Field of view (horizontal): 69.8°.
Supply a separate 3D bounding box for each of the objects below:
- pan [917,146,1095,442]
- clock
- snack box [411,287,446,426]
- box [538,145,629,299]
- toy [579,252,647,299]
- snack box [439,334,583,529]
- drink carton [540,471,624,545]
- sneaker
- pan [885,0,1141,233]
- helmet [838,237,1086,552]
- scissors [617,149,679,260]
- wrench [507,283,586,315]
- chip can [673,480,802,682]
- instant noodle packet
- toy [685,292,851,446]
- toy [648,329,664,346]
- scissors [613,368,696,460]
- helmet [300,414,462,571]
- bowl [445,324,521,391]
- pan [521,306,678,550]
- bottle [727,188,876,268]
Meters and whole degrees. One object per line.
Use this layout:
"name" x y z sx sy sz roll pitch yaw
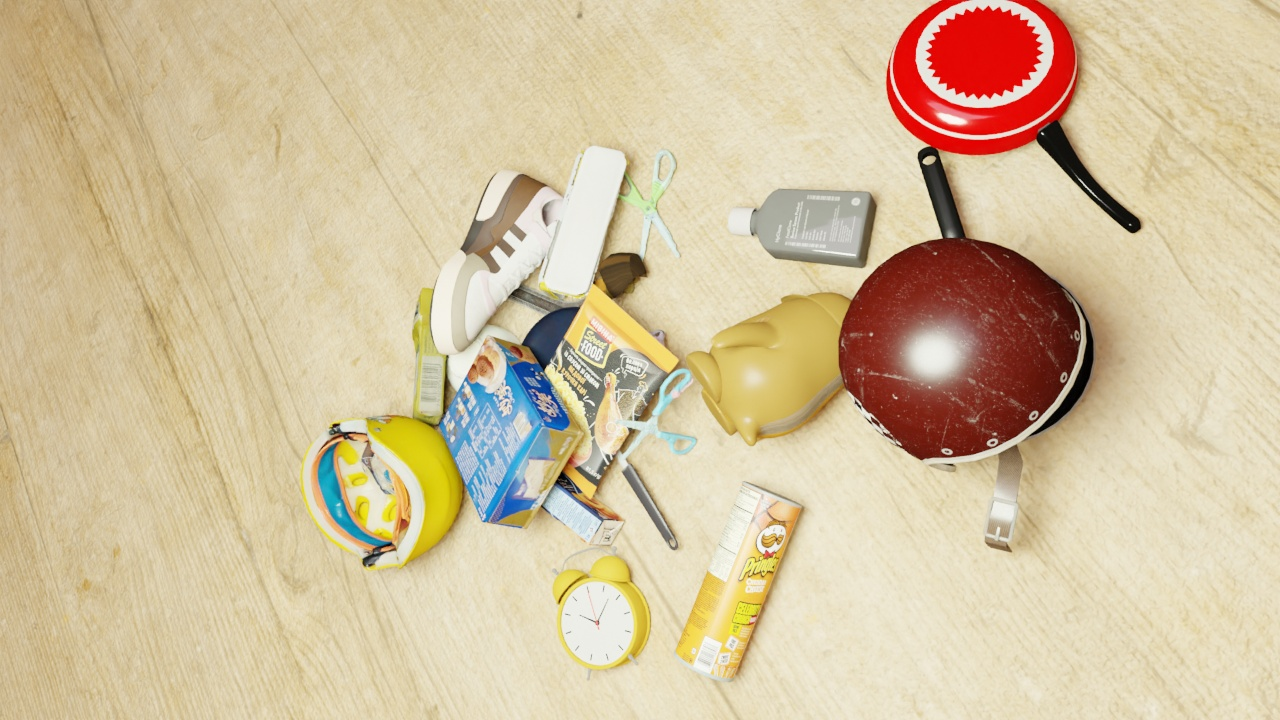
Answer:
"pan" 0.372 -0.077 1.029 0.204 0.044 0.355 -18 72 21
"clock" -0.052 0.310 1.138 0.114 0.052 0.152 -24 73 19
"snack box" -0.299 0.001 1.286 0.045 0.121 0.180 3 78 -17
"box" -0.076 -0.180 1.247 0.079 0.080 0.209 15 81 7
"toy" -0.039 -0.106 1.225 0.100 0.062 0.076 -26 36 33
"snack box" -0.170 0.088 1.168 0.155 0.069 0.202 -60 39 18
"drink carton" -0.089 0.184 1.175 0.130 0.064 0.040 34 95 28
"sneaker" -0.181 -0.126 1.248 0.116 0.112 0.293 13 60 15
"pan" 0.432 -0.281 1.030 0.209 0.067 0.356 -36 67 0
"helmet" 0.315 0.008 0.909 0.234 0.253 0.233 38 90 37
"scissors" 0.006 -0.204 1.248 0.139 0.028 0.170 3 76 24
"wrench" -0.167 -0.093 1.304 0.273 0.010 0.070 24 89 28
"chip can" 0.113 0.253 1.060 0.075 0.075 0.215 21 88 27
"instant noodle packet" -0.062 0.039 1.161 0.160 0.032 0.221 43 113 27
"toy" 0.168 -0.006 1.059 0.203 0.199 0.162 -33 48 -5
"toy" -0.007 0.007 1.193 0.080 0.036 0.099 5 81 35
"scissors" 0.030 0.076 1.116 0.135 0.135 0.015 -47 39 3
"helmet" -0.338 0.166 1.252 0.241 0.139 0.209 -4 101 40
"bowl" -0.226 0.001 1.281 0.114 0.063 0.113 -6 75 24
"pan" -0.046 0.091 1.183 0.199 0.021 0.356 -44 67 27
"bottle" 0.194 -0.166 1.131 0.174 0.046 0.083 9 82 26
